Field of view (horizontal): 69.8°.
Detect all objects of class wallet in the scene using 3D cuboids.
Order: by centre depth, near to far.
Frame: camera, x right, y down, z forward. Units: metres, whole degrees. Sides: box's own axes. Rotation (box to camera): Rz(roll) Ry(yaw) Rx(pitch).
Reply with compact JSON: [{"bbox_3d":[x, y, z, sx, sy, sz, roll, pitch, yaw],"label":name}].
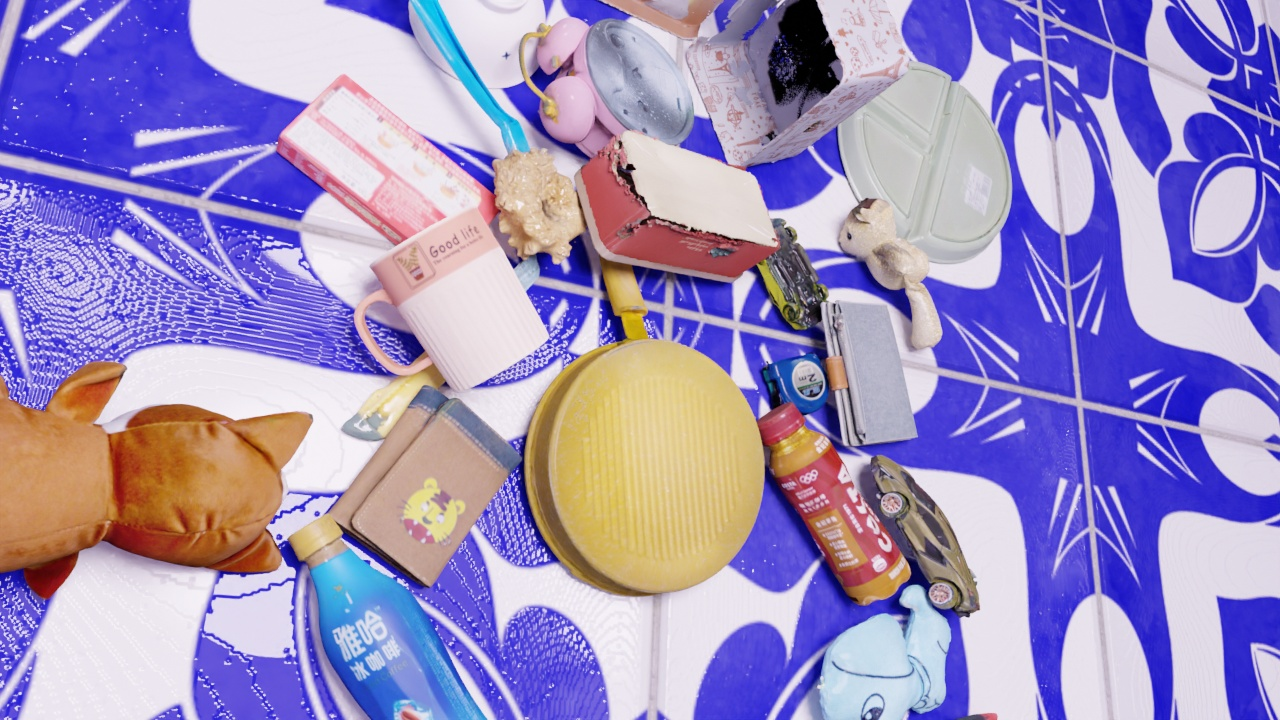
[{"bbox_3d":[-0.148,0.086,0.637,0.090,0.033,0.115,43,64,-18],"label":"wallet"},{"bbox_3d":[0.202,0.012,0.830,0.106,0.037,0.129,0,77,-45],"label":"wallet"}]

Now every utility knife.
[{"bbox_3d":[-0.140,-0.012,0.684,0.031,0.021,0.204,50,55,-16],"label":"utility knife"}]

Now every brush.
[{"bbox_3d":[-0.116,-0.189,0.703,0.083,0.046,0.254,-33,95,-46],"label":"brush"}]

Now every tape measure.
[{"bbox_3d":[0.137,0.022,0.807,0.058,0.025,0.054,-13,83,-28],"label":"tape measure"}]

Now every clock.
[{"bbox_3d":[-0.031,-0.221,0.753,0.158,0.060,0.117,14,61,-39],"label":"clock"}]

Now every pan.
[{"bbox_3d":[-0.004,0.004,0.729,0.197,0.078,0.357,2,81,-31],"label":"pan"}]

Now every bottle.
[{"bbox_3d":[-0.154,0.197,0.583,0.065,0.065,0.218,-33,91,-31],"label":"bottle"},{"bbox_3d":[0.157,0.118,0.770,0.057,0.058,0.175,-34,91,-31],"label":"bottle"}]

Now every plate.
[{"bbox_3d":[0.304,-0.213,0.960,0.230,0.028,0.230,7,73,-25],"label":"plate"}]

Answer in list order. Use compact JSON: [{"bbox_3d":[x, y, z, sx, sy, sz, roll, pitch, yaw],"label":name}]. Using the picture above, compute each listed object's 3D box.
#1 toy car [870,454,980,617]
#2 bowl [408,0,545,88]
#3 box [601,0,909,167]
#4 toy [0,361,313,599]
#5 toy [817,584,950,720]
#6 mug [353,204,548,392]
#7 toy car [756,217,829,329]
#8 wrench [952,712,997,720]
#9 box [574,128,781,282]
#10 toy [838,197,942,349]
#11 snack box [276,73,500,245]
[{"bbox_3d":[0.248,0.150,0.799,0.158,0.042,0.070,59,19,1],"label":"toy car"},{"bbox_3d":[-0.121,-0.289,0.742,0.118,0.065,0.118,8,71,-26],"label":"bowl"},{"bbox_3d":[0.088,-0.301,0.787,0.270,0.180,0.134,44,61,-11],"label":"box"},{"bbox_3d":[-0.299,0.068,0.529,0.199,0.140,0.130,7,31,-27],"label":"toy"},{"bbox_3d":[0.200,0.258,0.755,0.156,0.050,0.161,26,70,-28],"label":"toy"},{"bbox_3d":[-0.136,-0.034,0.637,0.114,0.081,0.106,-31,100,-4],"label":"mug"},{"bbox_3d":[0.131,-0.077,0.826,0.048,0.032,0.105,-32,97,-31],"label":"toy car"},{"bbox_3d":[0.207,0.307,0.725,0.273,0.016,0.056,12,107,-40],"label":"wrench"},{"bbox_3d":[0.038,-0.126,0.738,0.168,0.076,0.091,5,61,-45],"label":"box"},{"bbox_3d":[0.245,-0.082,0.877,0.157,0.066,0.105,61,27,-4],"label":"toy"},{"bbox_3d":[-0.185,-0.137,0.687,0.153,0.026,0.075,39,61,-13],"label":"snack box"}]
